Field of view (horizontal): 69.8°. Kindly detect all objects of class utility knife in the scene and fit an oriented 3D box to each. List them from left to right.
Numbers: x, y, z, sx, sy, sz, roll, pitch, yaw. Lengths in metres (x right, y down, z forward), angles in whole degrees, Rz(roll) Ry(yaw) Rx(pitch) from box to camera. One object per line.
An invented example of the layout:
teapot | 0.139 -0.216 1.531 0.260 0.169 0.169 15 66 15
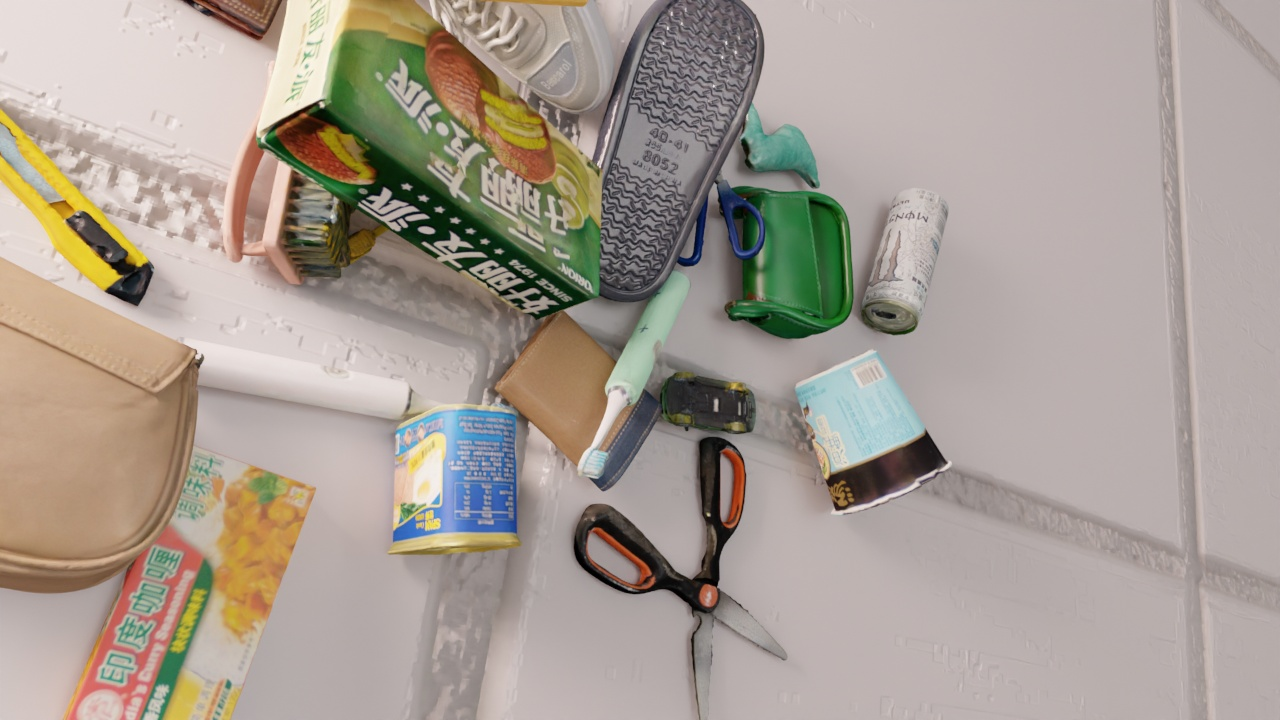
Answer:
utility knife | -0.331 -0.093 0.509 0.154 0.015 0.033 50 53 -16

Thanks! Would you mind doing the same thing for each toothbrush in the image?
toothbrush | -0.178 0.021 0.585 0.220 0.026 0.026 14 115 -32
toothbrush | -0.140 -0.124 0.653 0.189 0.017 0.016 -44 106 -34
toothbrush | -0.004 0.004 0.680 0.223 0.027 0.026 -64 151 -44

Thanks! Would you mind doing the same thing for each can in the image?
can | -0.116 0.077 0.571 0.057 0.102 0.083 7 73 -34
can | 0.263 -0.099 0.912 0.058 0.058 0.146 35 61 -24

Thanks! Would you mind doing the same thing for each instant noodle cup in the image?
instant noodle cup | 0.194 0.059 0.805 0.111 0.111 0.120 -21 83 -37

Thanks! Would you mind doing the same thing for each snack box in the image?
snack box | -0.247 0.132 0.510 0.077 0.027 0.155 26 65 -27
snack box | -0.117 -0.128 0.586 0.240 0.063 0.114 35 47 -47

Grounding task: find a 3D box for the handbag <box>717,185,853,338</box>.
handbag | 0.124 -0.087 0.809 0.120 0.068 0.131 8 76 -26

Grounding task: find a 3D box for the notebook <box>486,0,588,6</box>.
notebook | -0.136 -0.277 0.565 0.146 0.010 0.205 54 38 8

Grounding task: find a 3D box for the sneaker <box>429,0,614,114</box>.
sneaker | -0.117 -0.267 0.653 0.242 0.090 0.090 44 42 -15

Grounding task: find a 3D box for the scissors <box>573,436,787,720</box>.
scissors | 0.042 0.164 0.715 0.220 0.022 0.234 23 66 -29

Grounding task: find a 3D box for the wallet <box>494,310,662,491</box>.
wallet | -0.044 0.029 0.679 0.115 0.033 0.090 45 55 -18

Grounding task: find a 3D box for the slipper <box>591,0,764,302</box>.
slipper | 0.008 -0.176 0.742 0.110 0.083 0.268 23 85 -23

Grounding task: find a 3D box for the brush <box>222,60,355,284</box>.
brush | -0.214 -0.125 0.576 0.073 0.063 0.145 4 73 -4

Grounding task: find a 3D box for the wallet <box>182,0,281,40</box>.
wallet | -0.280 -0.275 0.580 0.124 0.032 0.101 24 69 -29

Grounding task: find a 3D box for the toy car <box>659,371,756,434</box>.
toy car | 0.053 0.037 0.743 0.091 0.036 0.043 13 73 -34

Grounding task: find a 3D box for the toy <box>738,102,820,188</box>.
toy | 0.124 -0.201 0.854 0.091 0.030 0.096 -15 82 -39

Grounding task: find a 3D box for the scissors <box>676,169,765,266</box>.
scissors | 0.053 -0.153 0.787 0.140 0.012 0.171 -34 65 -4

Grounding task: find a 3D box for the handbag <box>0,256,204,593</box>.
handbag | -0.323 0.024 0.441 0.204 0.100 0.147 32 55 -26
